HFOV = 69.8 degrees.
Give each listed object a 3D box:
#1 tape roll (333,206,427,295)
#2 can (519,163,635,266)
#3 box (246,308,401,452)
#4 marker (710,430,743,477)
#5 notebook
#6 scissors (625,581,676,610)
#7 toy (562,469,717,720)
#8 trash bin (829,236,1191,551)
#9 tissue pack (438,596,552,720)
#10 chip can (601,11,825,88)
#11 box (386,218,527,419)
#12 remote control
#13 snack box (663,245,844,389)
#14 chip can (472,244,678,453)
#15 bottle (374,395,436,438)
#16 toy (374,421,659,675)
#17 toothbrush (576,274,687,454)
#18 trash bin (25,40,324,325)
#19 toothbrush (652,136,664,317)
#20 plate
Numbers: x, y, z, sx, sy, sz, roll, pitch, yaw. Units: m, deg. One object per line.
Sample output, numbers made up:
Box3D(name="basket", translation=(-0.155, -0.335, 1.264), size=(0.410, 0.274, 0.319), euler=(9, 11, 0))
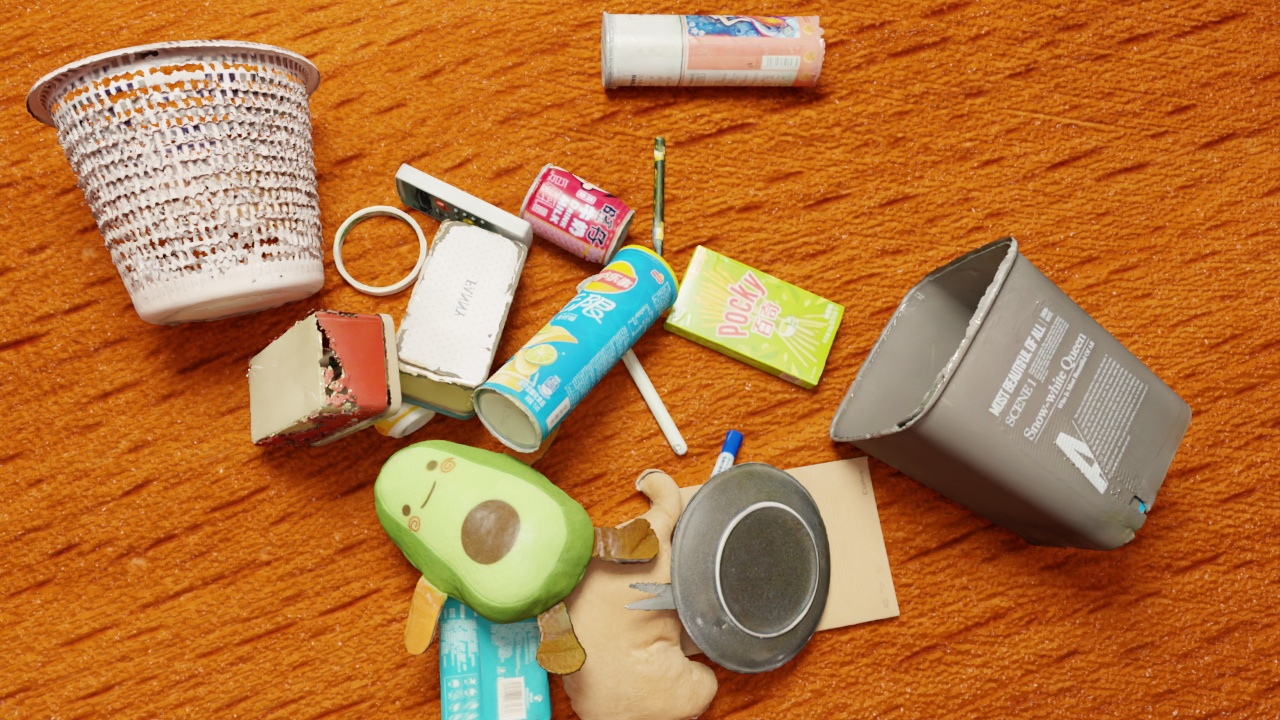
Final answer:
Box3D(name="tape roll", translation=(-0.247, -0.104, 0.871), size=(0.086, 0.014, 0.085), euler=(1, 78, -5))
Box3D(name="can", translation=(-0.059, -0.136, 0.867), size=(0.094, 0.066, 0.066), euler=(28, 77, 1))
Box3D(name="box", translation=(-0.273, 0.020, 0.757), size=(0.080, 0.169, 0.091), euler=(2, 75, -41))
Box3D(name="marker", translation=(0.064, 0.121, 0.819), size=(0.017, 0.017, 0.145), euler=(26, 51, 1))
Box3D(name="notebook", translation=(0.124, 0.179, 0.847), size=(0.211, 0.012, 0.149), euler=(-9, 80, -6))
Box3D(name="scissors", translation=(0.061, 0.193, 0.784), size=(0.172, 0.014, 0.146), euler=(49, 59, -21))
Box3D(name="toy", translation=(-0.008, 0.207, 0.795), size=(0.143, 0.083, 0.225), euler=(1, 79, -15))
Box3D(name="trash bin", translation=(0.325, 0.043, 0.807), size=(0.220, 0.199, 0.198), euler=(34, 77, -3))
Box3D(name="tissue pack", translation=(-0.126, 0.254, 0.789), size=(0.093, 0.050, 0.133), euler=(-4, 78, -4))
Box3D(name="chip can", translation=(0.070, -0.307, 0.911), size=(0.214, 0.071, 0.071), euler=(-1, 78, -6))
Box3D(name="box", translation=(-0.162, -0.034, 0.806), size=(0.090, 0.061, 0.183), euler=(20, 56, -9))
Box3D(name="remote control", translation=(-0.165, -0.138, 0.863), size=(0.135, 0.056, 0.019), euler=(26, 71, 0))
Box3D(name="snack box", translation=(0.109, -0.041, 0.883), size=(0.156, 0.026, 0.085), euler=(23, 77, 0))
Box3D(name="chip can", translation=(-0.051, -0.015, 0.794), size=(0.071, 0.071, 0.209), euler=(40, 55, 4))
Box3D(name="bottle", translation=(-0.230, 0.014, 0.822), size=(0.063, 0.063, 0.108), euler=(-35, 83, -11))
Box3D(name="toy", translation=(-0.120, 0.142, 0.757), size=(0.247, 0.090, 0.226), euler=(25, 65, 17))
Box3D(name="toothbrush", translation=(-0.005, 0.005, 0.868), size=(0.029, 0.020, 0.189), euler=(-31, 83, 14))
Box3D(name="trash bin", translation=(-0.366, -0.138, 0.779), size=(0.227, 0.227, 0.192), euler=(-14, 92, -8))
Box3D(name="toothbrush", translation=(0.014, -0.133, 0.901), size=(0.017, 0.012, 0.185), euler=(0, 78, 6))
Box3D(name="plate", translation=(0.105, 0.178, 0.788), size=(0.179, 0.024, 0.179), euler=(4, 82, -32))
